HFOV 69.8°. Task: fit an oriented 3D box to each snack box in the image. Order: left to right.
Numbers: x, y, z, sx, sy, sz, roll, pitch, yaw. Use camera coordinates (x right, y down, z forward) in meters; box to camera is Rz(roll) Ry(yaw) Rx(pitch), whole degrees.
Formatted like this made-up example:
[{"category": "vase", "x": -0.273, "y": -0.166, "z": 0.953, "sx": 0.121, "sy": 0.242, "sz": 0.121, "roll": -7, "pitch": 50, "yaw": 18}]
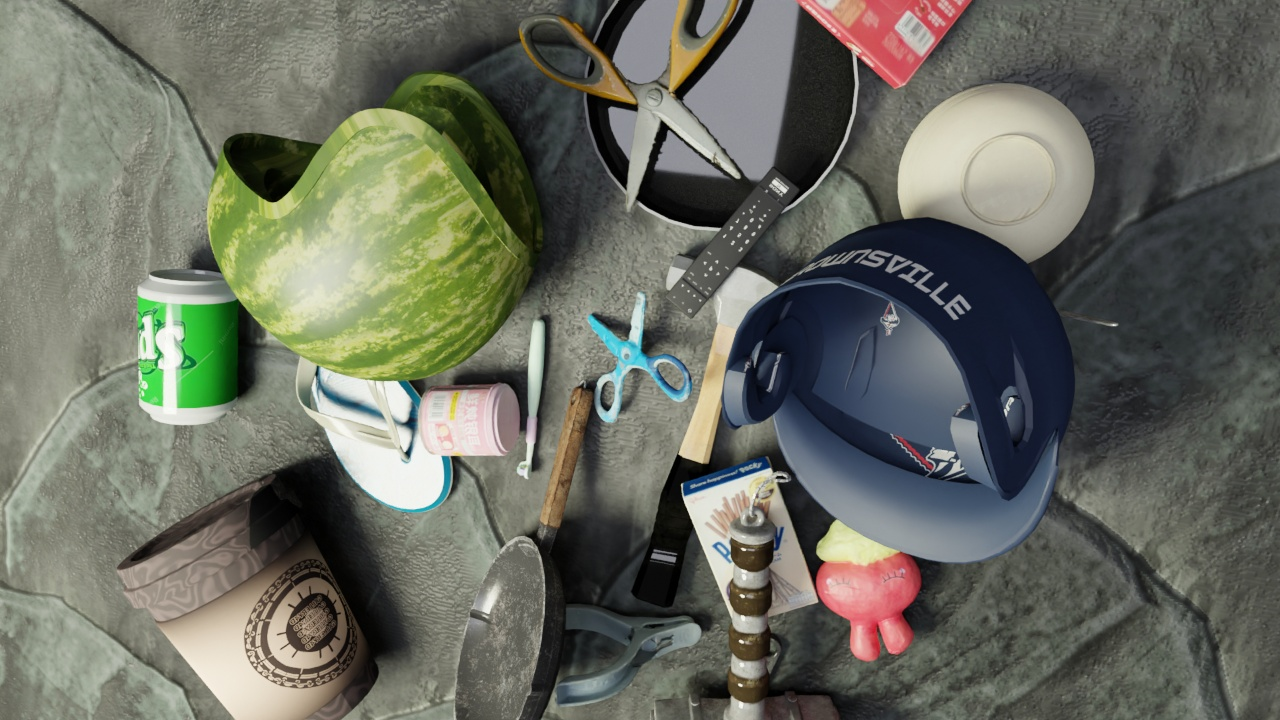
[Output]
[{"category": "snack box", "x": 0.099, "y": 0.164, "z": 0.822, "sx": 0.082, "sy": 0.026, "sz": 0.150, "roll": -20, "pitch": 112, "yaw": 7}, {"category": "snack box", "x": 0.179, "y": -0.288, "z": 0.708, "sx": 0.133, "sy": 0.021, "sz": 0.089, "roll": 38, "pitch": 91, "yaw": -10}]

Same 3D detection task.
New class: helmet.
[{"category": "helmet", "x": -0.215, "y": -0.099, "z": 0.759, "sx": 0.247, "sy": 0.212, "sz": 0.243, "roll": -21, "pitch": 116, "yaw": 12}, {"category": "helmet", "x": 0.206, "y": 0.027, "z": 0.695, "sx": 0.233, "sy": 0.222, "sz": 0.272, "roll": 12, "pitch": 116, "yaw": 40}]

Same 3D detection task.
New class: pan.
[{"category": "pan", "x": -0.095, "y": 0.192, "z": 0.845, "sx": 0.040, "sy": 0.208, "sz": 0.356, "roll": 20, "pitch": 86, "yaw": -24}, {"category": "pan", "x": 0.076, "y": -0.286, "z": 0.749, "sx": 0.225, "sy": 0.034, "sz": 0.357, "roll": 12, "pitch": 104, "yaw": 10}]

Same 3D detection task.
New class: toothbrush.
[{"category": "toothbrush", "x": -0.102, "y": 0.037, "z": 0.867, "sx": 0.015, "sy": 0.022, "sz": 0.155, "roll": 1, "pitch": 104, "yaw": -25}, {"category": "toothbrush", "x": 0.308, "y": -0.039, "z": 0.675, "sx": 0.010, "sy": 0.181, "sz": 0.010, "roll": -8, "pitch": 97, "yaw": 4}]

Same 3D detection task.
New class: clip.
[{"category": "clip", "x": -0.046, "y": 0.266, "z": 0.859, "sx": 0.166, "sy": 0.164, "sz": 0.032, "roll": 8, "pitch": 108, "yaw": 29}]

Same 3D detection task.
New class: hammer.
[{"category": "hammer", "x": 0.053, "y": 0.073, "z": 0.831, "sx": 0.131, "sy": 0.039, "sz": 0.328, "roll": 17, "pitch": 105, "yaw": 7}, {"category": "hammer", "x": 0.095, "y": 0.253, "z": 0.808, "sx": 0.177, "sy": 0.079, "sz": 0.327, "roll": -1, "pitch": 107, "yaw": -1}]

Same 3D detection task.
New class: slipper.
[{"category": "slipper", "x": -0.280, "y": 0.021, "z": 0.882, "sx": 0.118, "sy": 0.060, "sz": 0.295, "roll": -19, "pitch": 97, "yaw": 19}]

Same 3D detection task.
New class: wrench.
[{"category": "wrench", "x": 0.079, "y": 0.386, "z": 0.903, "sx": 0.073, "sy": 0.018, "sz": 0.273, "roll": 23, "pitch": 104, "yaw": 6}]

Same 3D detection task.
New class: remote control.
[{"category": "remote control", "x": 0.076, "y": -0.097, "z": 0.764, "sx": 0.030, "sy": 0.009, "sz": 0.140, "roll": 40, "pitch": 102, "yaw": 1}]

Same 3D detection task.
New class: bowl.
[{"category": "bowl", "x": 0.280, "y": -0.141, "z": 0.715, "sx": 0.151, "sy": 0.075, "sz": 0.151, "roll": 2, "pitch": 102, "yaw": 11}]

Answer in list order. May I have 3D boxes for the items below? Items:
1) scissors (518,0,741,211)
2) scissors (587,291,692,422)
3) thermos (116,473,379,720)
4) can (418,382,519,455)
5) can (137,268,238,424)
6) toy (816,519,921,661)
[{"category": "scissors", "x": 0.011, "y": -0.240, "z": 0.749, "sx": 0.225, "sy": 0.016, "sz": 0.230, "roll": 39, "pitch": 109, "yaw": 2}, {"category": "scissors", "x": -0.004, "y": 0.005, "z": 0.815, "sx": 0.140, "sy": 0.011, "sz": 0.134, "roll": 30, "pitch": 118, "yaw": 37}, {"category": "thermos", "x": -0.371, "y": 0.250, "z": 0.901, "sx": 0.173, "sy": 0.172, "sz": 0.226, "roll": -24, "pitch": 102, "yaw": 16}, {"category": "can", "x": -0.158, "y": 0.055, "z": 0.857, "sx": 0.076, "sy": 0.067, "sz": 0.067, "roll": -2, "pitch": 101, "yaw": 13}, {"category": "can", "x": -0.439, "y": -0.014, "z": 0.893, "sx": 0.088, "sy": 0.087, "sz": 0.140, "roll": 9, "pitch": 104, "yaw": 10}, {"category": "toy", "x": 0.204, "y": 0.201, "z": 0.820, "sx": 0.092, "sy": 0.045, "sz": 0.135, "roll": -8, "pitch": 94, "yaw": 16}]
